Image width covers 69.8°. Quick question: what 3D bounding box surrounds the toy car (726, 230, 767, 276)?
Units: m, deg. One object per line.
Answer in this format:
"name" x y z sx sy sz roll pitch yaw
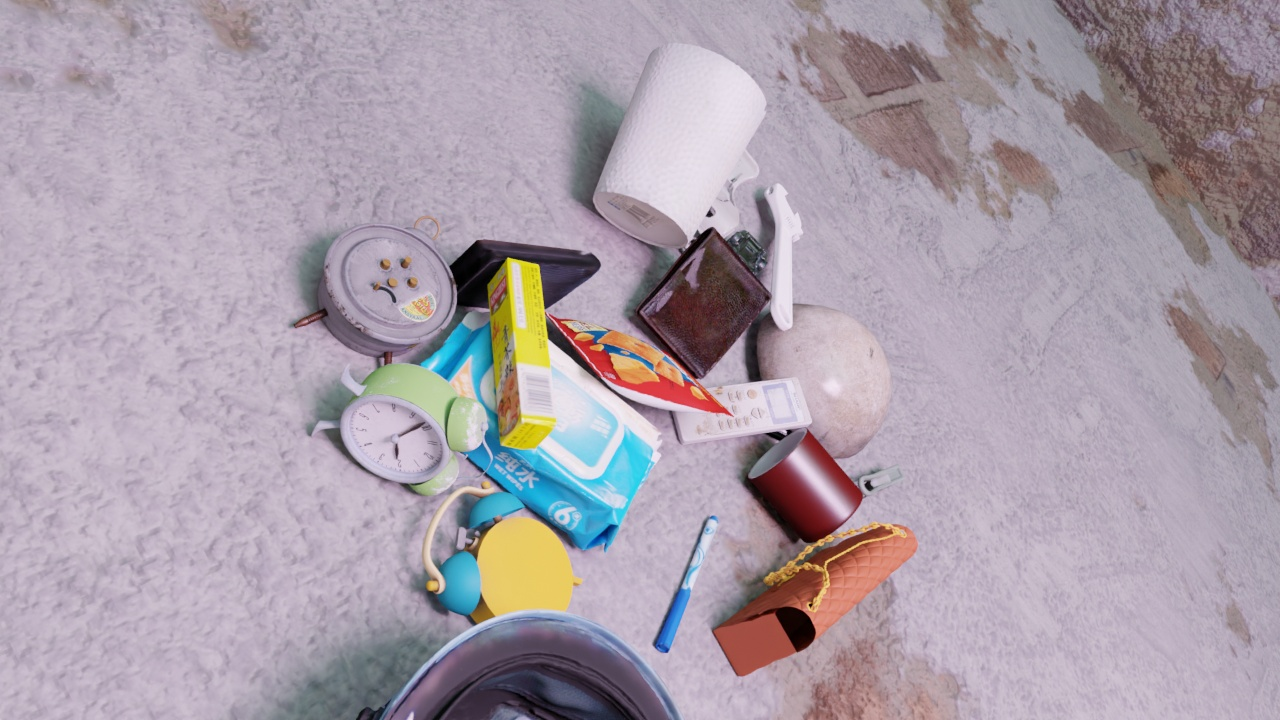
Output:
"toy car" 0.096 -0.094 0.983 0.056 0.044 0.119 46 42 -6

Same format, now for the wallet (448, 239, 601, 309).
"wallet" -0.103 -0.069 0.773 0.114 0.089 0.026 1 69 -37

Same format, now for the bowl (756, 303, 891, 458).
"bowl" 0.210 0.010 0.973 0.178 0.081 0.178 22 54 -33

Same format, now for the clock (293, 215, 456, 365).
"clock" -0.194 -0.063 0.719 0.104 0.056 0.147 35 48 -17

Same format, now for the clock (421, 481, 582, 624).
"clock" -0.100 0.150 0.669 0.129 0.044 0.098 42 44 -19

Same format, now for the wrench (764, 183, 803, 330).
"wrench" 0.159 -0.118 1.026 0.066 0.018 0.272 51 29 -26

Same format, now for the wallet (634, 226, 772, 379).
"wallet" 0.063 -0.056 0.903 0.099 0.031 0.119 46 74 -20

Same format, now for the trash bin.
"trash bin" 0.033 -0.207 0.915 0.133 0.133 0.161 30 77 -21

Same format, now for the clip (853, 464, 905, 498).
"clip" 0.249 0.130 0.974 0.076 0.045 0.023 -11 69 -41

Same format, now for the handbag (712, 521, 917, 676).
"handbag" 0.155 0.195 0.796 0.171 0.109 0.060 -20 77 -45

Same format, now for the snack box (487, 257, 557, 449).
"snack box" -0.090 -0.007 0.690 0.029 0.040 0.147 11 53 -30

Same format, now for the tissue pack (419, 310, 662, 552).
"tissue pack" -0.083 0.048 0.733 0.209 0.066 0.116 39 45 -9

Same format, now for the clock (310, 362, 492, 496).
"clock" -0.161 0.048 0.650 0.119 0.095 0.042 32 37 -11

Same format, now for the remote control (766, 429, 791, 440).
"remote control" 0.147 0.024 0.973 0.030 0.009 0.139 26 49 -24

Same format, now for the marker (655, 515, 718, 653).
"marker" 0.042 0.186 0.781 0.013 0.013 0.141 40 45 -11

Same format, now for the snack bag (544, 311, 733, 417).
"snack bag" -0.005 0.005 0.809 0.144 0.039 0.131 18 17 -35

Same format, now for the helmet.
"helmet" -0.083 0.275 0.508 0.225 0.167 0.264 38 47 -17

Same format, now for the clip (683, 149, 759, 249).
"clip" 0.065 -0.190 1.014 0.143 0.075 0.124 -38 92 -36

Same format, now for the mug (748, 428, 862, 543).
"mug" 0.159 0.116 0.888 0.082 0.073 0.105 49 14 -2

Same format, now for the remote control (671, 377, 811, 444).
"remote control" 0.097 0.047 0.881 0.135 0.011 0.050 -6 66 -18
